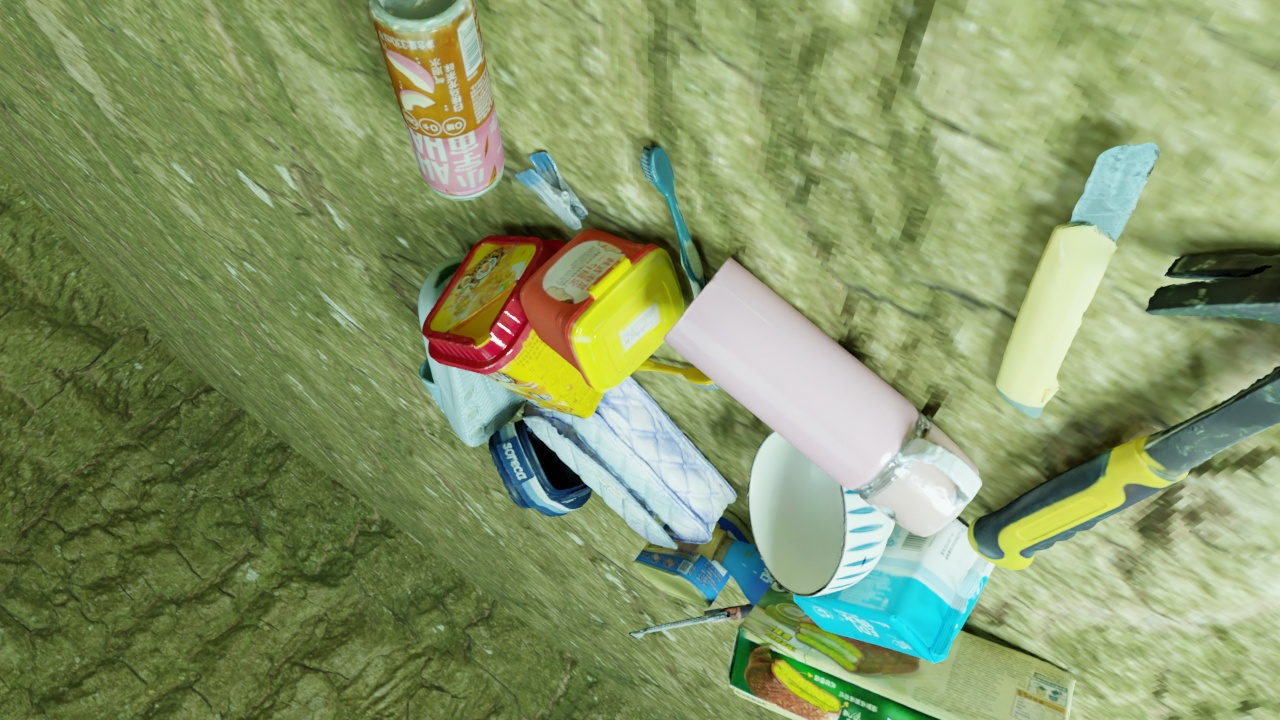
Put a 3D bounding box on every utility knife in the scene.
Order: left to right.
[{"bbox_3d":[0.186,-0.025,0.407,0.031,0.021,0.198,23,159,21],"label":"utility knife"}]

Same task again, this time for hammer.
[{"bbox_3d":[0.242,0.050,0.448,0.126,0.031,0.324,35,157,9],"label":"hammer"}]

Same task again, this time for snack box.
[{"bbox_3d":[-0.028,-0.039,0.615,0.080,0.091,0.082,32,157,34],"label":"snack box"},{"bbox_3d":[0.199,0.247,0.709,0.240,0.114,0.063,16,111,24],"label":"snack box"}]

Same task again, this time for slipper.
[{"bbox_3d":[-0.167,-0.006,0.869,0.074,0.103,0.246,26,149,22],"label":"slipper"},{"bbox_3d":[-0.089,0.101,0.961,0.253,0.095,0.105,55,-168,-77],"label":"slipper"}]

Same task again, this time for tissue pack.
[{"bbox_3d":[0.181,0.160,0.661,0.063,0.089,0.140,46,157,-18],"label":"tissue pack"}]

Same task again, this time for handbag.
[{"bbox_3d":[-0.013,0.090,0.844,0.194,0.075,0.134,47,154,-17],"label":"handbag"}]

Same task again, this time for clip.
[{"bbox_3d":[-0.057,-0.111,0.613,0.026,0.041,0.058,2,142,51],"label":"clip"}]

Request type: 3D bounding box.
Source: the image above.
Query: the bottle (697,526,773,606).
[{"bbox_3d":[0.152,0.217,0.832,0.219,0.065,0.065,29,155,17],"label":"bottle"}]

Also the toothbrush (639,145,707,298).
[{"bbox_3d":[0.031,-0.060,0.581,0.018,0.016,0.192,34,158,38],"label":"toothbrush"}]

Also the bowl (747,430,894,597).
[{"bbox_3d":[0.131,0.101,0.633,0.066,0.116,0.117,0,171,-25],"label":"bowl"}]

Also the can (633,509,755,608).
[{"bbox_3d":[0.053,0.193,0.922,0.102,0.083,0.057,3,138,55],"label":"can"}]

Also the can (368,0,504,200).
[{"bbox_3d":[-0.120,-0.164,0.559,0.058,0.057,0.147,32,156,16],"label":"can"}]

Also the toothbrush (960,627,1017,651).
[{"bbox_3d":[0.237,0.207,0.765,0.186,0.012,0.017,27,149,26],"label":"toothbrush"}]

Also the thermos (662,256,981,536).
[{"bbox_3d":[0.110,0.022,0.542,0.198,0.067,0.087,40,168,2],"label":"thermos"}]

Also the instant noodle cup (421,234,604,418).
[{"bbox_3d":[-0.082,-0.021,0.713,0.116,0.116,0.123,10,156,48],"label":"instant noodle cup"}]

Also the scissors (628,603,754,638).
[{"bbox_3d":[0.074,0.247,0.885,0.197,0.205,0.015,92,168,-74],"label":"scissors"}]

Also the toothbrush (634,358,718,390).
[{"bbox_3d":[-0.004,0.004,0.751,0.192,0.016,0.018,10,151,48],"label":"toothbrush"}]
